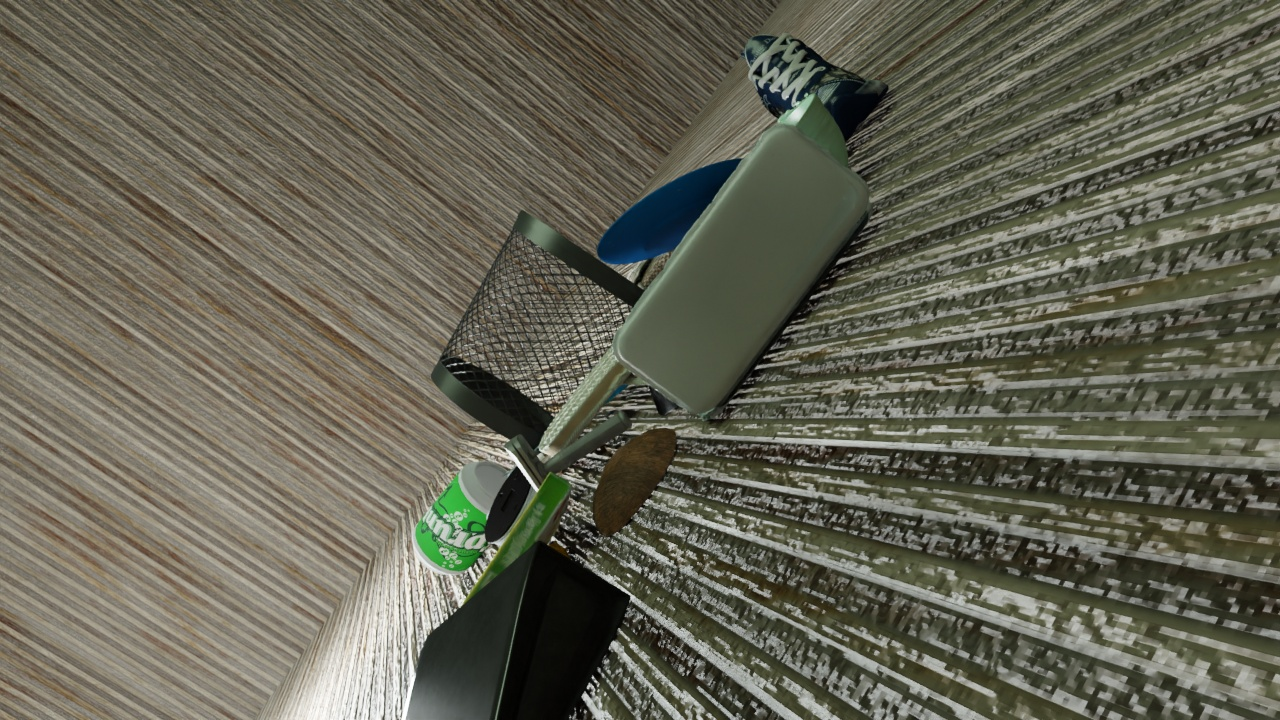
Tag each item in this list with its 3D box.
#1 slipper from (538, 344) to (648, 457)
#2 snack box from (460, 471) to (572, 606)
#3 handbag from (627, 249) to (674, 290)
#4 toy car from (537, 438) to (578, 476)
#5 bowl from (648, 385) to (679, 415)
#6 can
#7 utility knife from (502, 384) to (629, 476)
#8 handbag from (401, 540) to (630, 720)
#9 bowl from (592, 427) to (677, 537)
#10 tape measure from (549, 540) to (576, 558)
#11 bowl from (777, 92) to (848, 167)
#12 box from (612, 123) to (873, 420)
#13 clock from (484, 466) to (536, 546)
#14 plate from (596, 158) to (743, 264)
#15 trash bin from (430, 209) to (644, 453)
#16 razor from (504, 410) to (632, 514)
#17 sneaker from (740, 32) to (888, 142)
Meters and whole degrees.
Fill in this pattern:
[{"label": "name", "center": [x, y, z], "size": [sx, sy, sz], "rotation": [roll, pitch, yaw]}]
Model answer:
[{"label": "slipper", "center": [-0.006, 0.006, 0.948], "size": [0.263, 0.052, 0.115], "rotation": [-48, 12, 6]}, {"label": "snack box", "center": [-0.109, 0.175, 0.795], "size": [0.131, 0.027, 0.168], "rotation": [-57, -4, -22]}, {"label": "handbag", "center": [0.028, -0.150, 1.349], "size": [0.124, 0.047, 0.185], "rotation": [-51, 10, 6]}, {"label": "toy car", "center": [-0.107, 0.123, 1.043], "size": [0.039, 0.039, 0.113], "rotation": [-22, -14, -44]}, {"label": "bowl", "center": [0.034, -0.016, 0.831], "size": [0.124, 0.052, 0.124], "rotation": [-51, 10, 12]}, {"label": "can", "center": [-0.218, 0.198, 1.152], "size": [0.140, 0.088, 0.087], "rotation": [-49, 10, 21]}, {"label": "utility knife", "center": [-0.075, 0.069, 1.040], "size": [0.221, 0.015, 0.031], "rotation": [-39, -13, 14]}, {"label": "handbag", "center": [-0.106, 0.240, 0.565], "size": [0.176, 0.072, 0.195], "rotation": [-44, 17, 41]}, {"label": "bowl", "center": [-0.012, 0.092, 0.746], "size": [0.102, 0.026, 0.114], "rotation": [-52, 10, 5]}, {"label": "tape measure", "center": [-0.077, 0.179, 0.729], "size": [0.068, 0.030, 0.059], "rotation": [-59, 9, 3]}, {"label": "bowl", "center": [0.124, -0.147, 0.790], "size": [0.151, 0.077, 0.150], "rotation": [-50, 8, 9]}, {"label": "box", "center": [0.069, -0.064, 0.688], "size": [0.210, 0.105, 0.129], "rotation": [-53, 6, 1]}, {"label": "clock", "center": [-0.131, 0.156, 0.987], "size": [0.094, 0.035, 0.123], "rotation": [-62, 20, -8]}, {"label": "plate", "center": [0.053, -0.170, 1.120], "size": [0.224, 0.024, 0.224], "rotation": [-26, -11, -6]}, {"label": "trash bin", "center": [-0.115, -0.028, 1.126], "size": [0.227, 0.217, 0.217], "rotation": [-56, 10, 4]}, {"label": "razor", "center": [-0.060, 0.087, 0.899], "size": [0.116, 0.088, 0.047], "rotation": [-33, 11, 2]}, {"label": "sneaker", "center": [0.161, -0.282, 0.942], "size": [0.103, 0.132, 0.269], "rotation": [-48, 12, 15]}]
